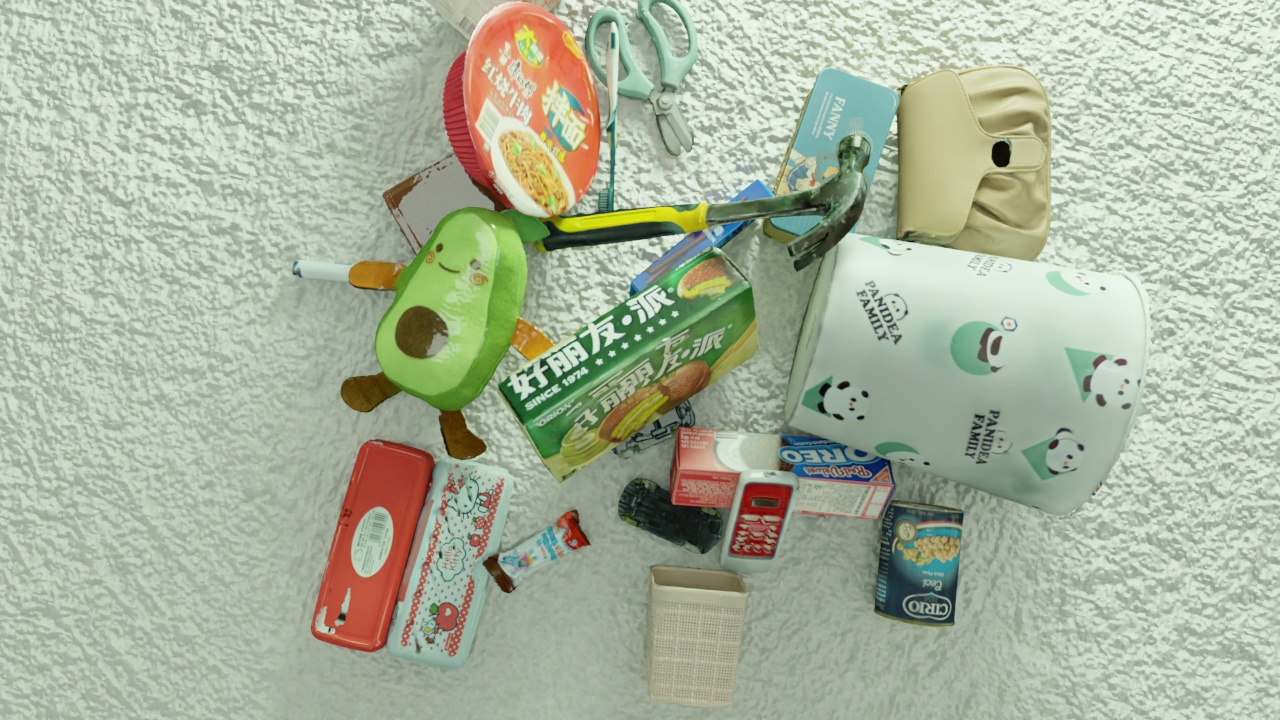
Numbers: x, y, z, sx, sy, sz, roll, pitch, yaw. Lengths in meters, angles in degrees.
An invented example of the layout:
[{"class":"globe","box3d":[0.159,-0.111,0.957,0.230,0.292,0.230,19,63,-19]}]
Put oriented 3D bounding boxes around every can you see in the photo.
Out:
[{"class":"can","box3d":[0.268,0.192,0.884,0.075,0.075,0.111,6,87,-1]}]

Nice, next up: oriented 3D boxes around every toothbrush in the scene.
[{"class":"toothbrush","box3d":[-0.032,-0.238,0.913,0.018,0.016,0.191,2,96,10]}]

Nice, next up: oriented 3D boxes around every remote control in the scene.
[{"class":"remote control","box3d":[0.111,0.155,0.867,0.056,0.020,0.136,5,130,-4]}]

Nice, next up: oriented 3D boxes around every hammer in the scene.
[{"class":"hammer","box3d":[0.041,-0.128,0.832,0.324,0.032,0.125,-3,54,28]}]

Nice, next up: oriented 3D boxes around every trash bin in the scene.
[{"class":"trash bin","box3d":[0.274,0.000,0.827,0.252,0.229,0.229,15,87,4]}]

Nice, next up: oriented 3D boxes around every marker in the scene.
[{"class":"marker","box3d":[-0.278,-0.083,0.909,0.130,0.018,0.022,5,97,-2]}]

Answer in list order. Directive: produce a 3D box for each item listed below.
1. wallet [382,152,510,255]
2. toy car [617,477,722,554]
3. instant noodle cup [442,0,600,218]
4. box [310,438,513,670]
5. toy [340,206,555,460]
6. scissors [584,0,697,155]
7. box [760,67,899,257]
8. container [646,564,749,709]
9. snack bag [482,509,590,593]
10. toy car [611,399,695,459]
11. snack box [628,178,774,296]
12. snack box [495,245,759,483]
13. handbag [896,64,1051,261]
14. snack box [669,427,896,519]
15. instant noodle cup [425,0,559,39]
[{"class":"wallet","box3d":[-0.179,-0.148,0.910,0.124,0.032,0.101,-30,92,-2]},{"class":"toy car","box3d":[0.030,0.152,0.900,0.105,0.031,0.049,24,90,1]},{"class":"instant noodle cup","box3d":[-0.118,-0.229,0.858,0.066,0.193,0.194,1,87,33]},{"class":"box","box3d":[-0.220,0.188,0.889,0.158,0.038,0.201,14,86,-1]},{"class":"toy","box3d":[-0.179,-0.035,0.862,0.227,0.090,0.247,24,99,7]},{"class":"scissors","box3d":[0.002,-0.281,0.926,0.139,0.019,0.180,-11,89,-3]},{"class":"box","box3d":[0.188,-0.198,0.907,0.090,0.059,0.184,18,89,-2]},{"class":"container","box3d":[0.050,0.261,0.869,0.090,0.090,0.111,5,90,-2]},{"class":"snack bag","box3d":[-0.099,0.186,0.897,0.105,0.026,0.045,-30,112,-3]},{"class":"toy car","box3d":[0.009,0.064,0.902,0.090,0.034,0.043,-24,91,-4]},{"class":"snack box","box3d":[0.056,-0.109,0.886,0.157,0.084,0.026,-39,89,-3]},{"class":"snack box","box3d":[-0.005,0.005,0.844,0.240,0.114,0.063,-32,58,-9]},{"class":"handbag","box3d":[0.324,-0.186,0.889,0.147,0.100,0.204,2,84,-6]},{"class":"snack box","box3d":[0.134,0.109,0.880,0.207,0.058,0.057,5,43,-3]},{"class":"instant noodle cup","box3d":[-0.136,-0.366,0.884,0.116,0.116,0.124,42,98,1]}]
